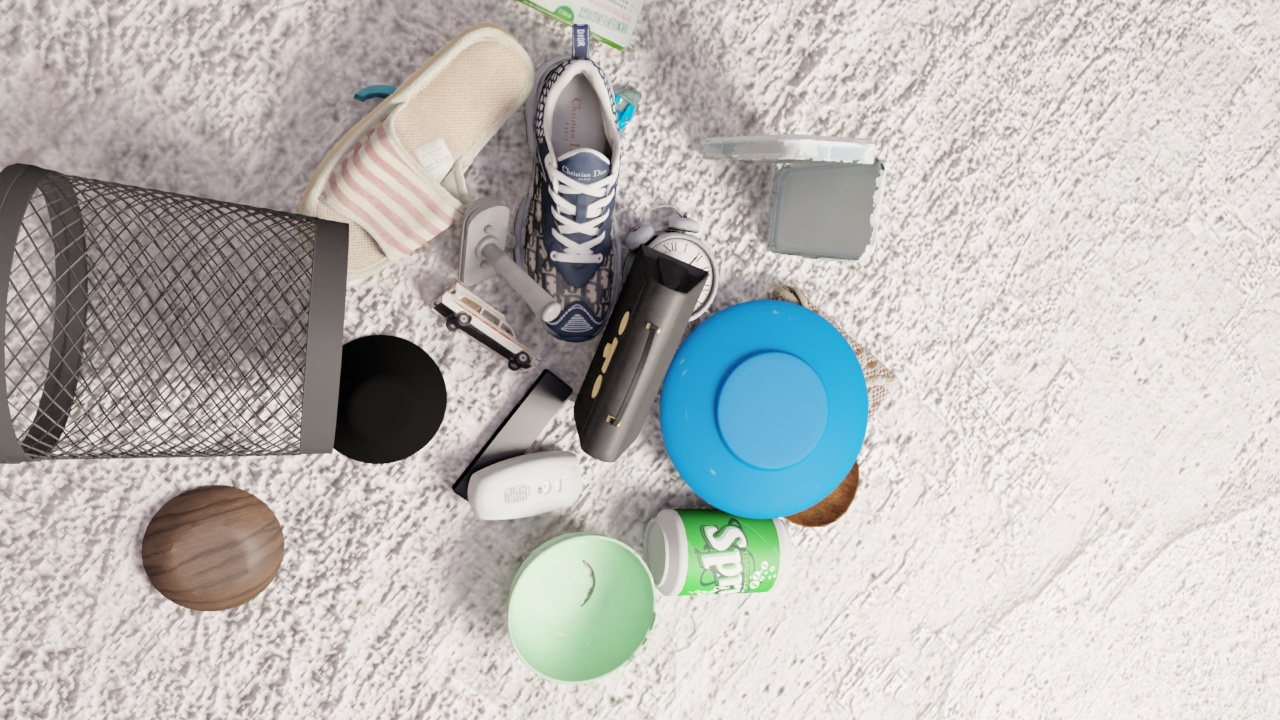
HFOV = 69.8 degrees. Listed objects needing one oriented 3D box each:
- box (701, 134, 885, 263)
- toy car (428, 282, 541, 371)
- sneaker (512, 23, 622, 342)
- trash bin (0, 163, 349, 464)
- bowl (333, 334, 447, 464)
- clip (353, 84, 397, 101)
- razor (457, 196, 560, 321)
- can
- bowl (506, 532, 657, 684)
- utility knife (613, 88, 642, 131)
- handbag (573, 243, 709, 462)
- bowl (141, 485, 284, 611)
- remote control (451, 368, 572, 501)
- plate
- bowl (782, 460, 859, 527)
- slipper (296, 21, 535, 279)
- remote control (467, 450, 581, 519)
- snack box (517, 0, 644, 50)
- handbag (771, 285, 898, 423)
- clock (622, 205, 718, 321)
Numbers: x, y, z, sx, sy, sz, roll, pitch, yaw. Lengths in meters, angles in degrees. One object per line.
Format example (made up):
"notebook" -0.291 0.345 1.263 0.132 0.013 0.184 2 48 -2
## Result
"box" 0.131 -0.158 0.852 0.105 0.210 0.129 0 97 -17
"toy car" -0.144 -0.031 0.873 0.113 0.039 0.039 34 65 -20
"sneaker" -0.058 -0.151 0.814 0.103 0.132 0.269 0 91 -9
"trash bin" -0.351 -0.026 0.707 0.227 0.218 0.218 4 97 -19
"bowl" -0.238 0.041 0.842 0.124 0.052 0.124 -3 99 -18
"clip" -0.208 -0.224 0.828 0.120 0.033 0.122 36 86 -16
"razor" -0.113 -0.077 0.819 0.047 0.116 0.088 -28 151 -34
"can" 0.080 0.198 0.953 0.139 0.088 0.088 3 97 -19
"bowl" -0.065 0.236 0.917 0.150 0.077 0.151 -3 99 -18
"utility knife" -0.062 -0.171 0.890 0.031 0.015 0.220 29 90 -15
"handbag" -0.005 0.005 0.812 0.072 0.195 0.176 22 105 -3
"bowl" -0.385 0.175 0.825 0.119 0.032 0.119 -3 99 -18
"remote control" -0.126 0.077 0.906 0.034 0.013 0.150 40 85 -23
"plate" 0.131 0.050 0.928 0.224 0.024 0.224 0 91 -12
"bowl" 0.176 0.122 0.973 0.114 0.026 0.102 26 87 -18
"slipper" -0.189 -0.174 0.796 0.263 0.052 0.115 -47 127 7
"remote control" -0.112 0.123 0.899 0.114 0.028 0.060 -10 112 -27
"snack box" -0.044 -0.396 0.853 0.132 0.027 0.168 20 92 -19
"handbag" 0.184 0.018 0.982 0.186 0.047 0.124 37 87 -20
"clock" 0.029 -0.094 0.919 0.094 0.035 0.123 -16 104 -16
